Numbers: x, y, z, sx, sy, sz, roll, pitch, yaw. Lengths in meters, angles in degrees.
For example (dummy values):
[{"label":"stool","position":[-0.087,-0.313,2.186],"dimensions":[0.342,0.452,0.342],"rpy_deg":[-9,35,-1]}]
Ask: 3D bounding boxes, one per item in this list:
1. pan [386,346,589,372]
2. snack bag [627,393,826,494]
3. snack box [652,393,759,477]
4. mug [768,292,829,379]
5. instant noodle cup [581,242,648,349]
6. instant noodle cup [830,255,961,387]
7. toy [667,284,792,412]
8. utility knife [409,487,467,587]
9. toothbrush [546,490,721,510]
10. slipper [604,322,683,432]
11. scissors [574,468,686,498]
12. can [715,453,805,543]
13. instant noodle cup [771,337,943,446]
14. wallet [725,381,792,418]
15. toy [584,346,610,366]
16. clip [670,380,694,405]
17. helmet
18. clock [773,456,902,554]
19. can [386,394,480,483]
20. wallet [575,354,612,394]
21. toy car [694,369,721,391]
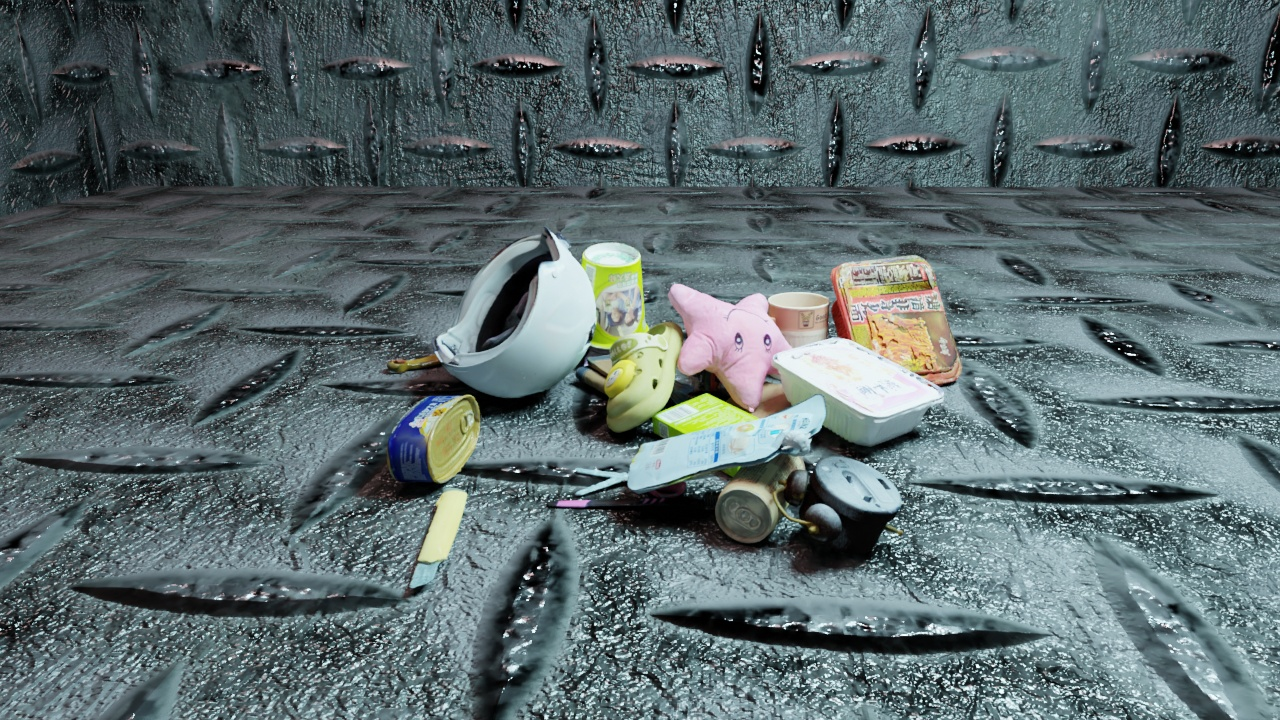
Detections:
[{"label":"pan","position":[-0.204,-0.035,1.380],"dimensions":[0.356,0.078,0.198],"rpy_deg":[-5,17,-32]},{"label":"snack bag","position":[0.085,0.083,0.887],"dimensions":[0.191,0.039,0.110],"rpy_deg":[-17,7,22]},{"label":"snack box","position":[0.091,0.083,1.039],"dimensions":[0.085,0.026,0.156],"rpy_deg":[-20,26,-29]},{"label":"mug","position":[0.201,-0.030,1.253],"dimensions":[0.114,0.106,0.082],"rpy_deg":[-10,21,-24]},{"label":"instant noodle cup","position":[-0.041,-0.095,1.286],"dimensions":[0.111,0.124,0.111],"rpy_deg":[2,30,-1]},{"label":"instant noodle cup","position":[0.336,-0.042,1.242],"dimensions":[0.164,0.188,0.079],"rpy_deg":[-7,-15,-22]},{"label":"toy","position":[0.126,-0.013,1.148],"dimensions":[0.194,0.178,0.075],"rpy_deg":[6,-31,-30]},{"label":"utility knife","position":[-0.186,0.158,0.852],"dimensions":[0.031,0.020,0.188],"rpy_deg":[-5,13,0]},{"label":"toothbrush","position":[0.000,0.139,0.908],"dimensions":[0.189,0.018,0.014],"rpy_deg":[-1,20,4]},{"label":"slipper","position":[-0.007,0.006,1.115],"dimensions":[0.092,0.081,0.190],"rpy_deg":[-34,21,36]},{"label":"scissors","position":[-0.007,0.120,0.967],"dimensions":[0.133,0.017,0.130],"rpy_deg":[5,22,26]},{"label":"can","position":[0.116,0.124,0.879],"dimensions":[0.059,0.058,0.116],"rpy_deg":[8,20,23]},{"label":"instant noodle cup","position":[0.252,0.040,1.090],"dimensions":[0.137,0.060,0.173],"rpy_deg":[-14,34,-34]},{"label":"wallet","position":[0.161,0.056,1.139],"dimensions":[0.101,0.020,0.115],"rpy_deg":[12,26,31]},{"label":"toy","position":[-0.029,-0.017,1.314],"dimensions":[0.108,0.039,0.083],"rpy_deg":[-3,48,-4]},{"label":"clip","position":[0.038,0.034,1.168],"dimensions":[0.058,0.045,0.027],"rpy_deg":[32,39,14]},{"label":"helmet","position":[-0.146,-0.048,1.207],"dimensions":[0.229,0.146,0.258],"rpy_deg":[-45,24,5]},{"label":"clock","position":[0.176,0.130,0.827],"dimensions":[0.121,0.055,0.082],"rpy_deg":[5,30,-24]},{"label":"can","position":[-0.220,0.083,0.990],"dimensions":[0.049,0.075,0.148],"rpy_deg":[-1,18,11]},{"label":"wallet","position":[-0.020,0.025,1.221],"dimensions":[0.090,0.033,0.115],"rpy_deg":[-12,26,-33]},{"label":"toy car","position":[0.095,0.004,1.239],"dimensions":[0.045,0.053,0.120],"rpy_deg":[1,18,-2]}]
